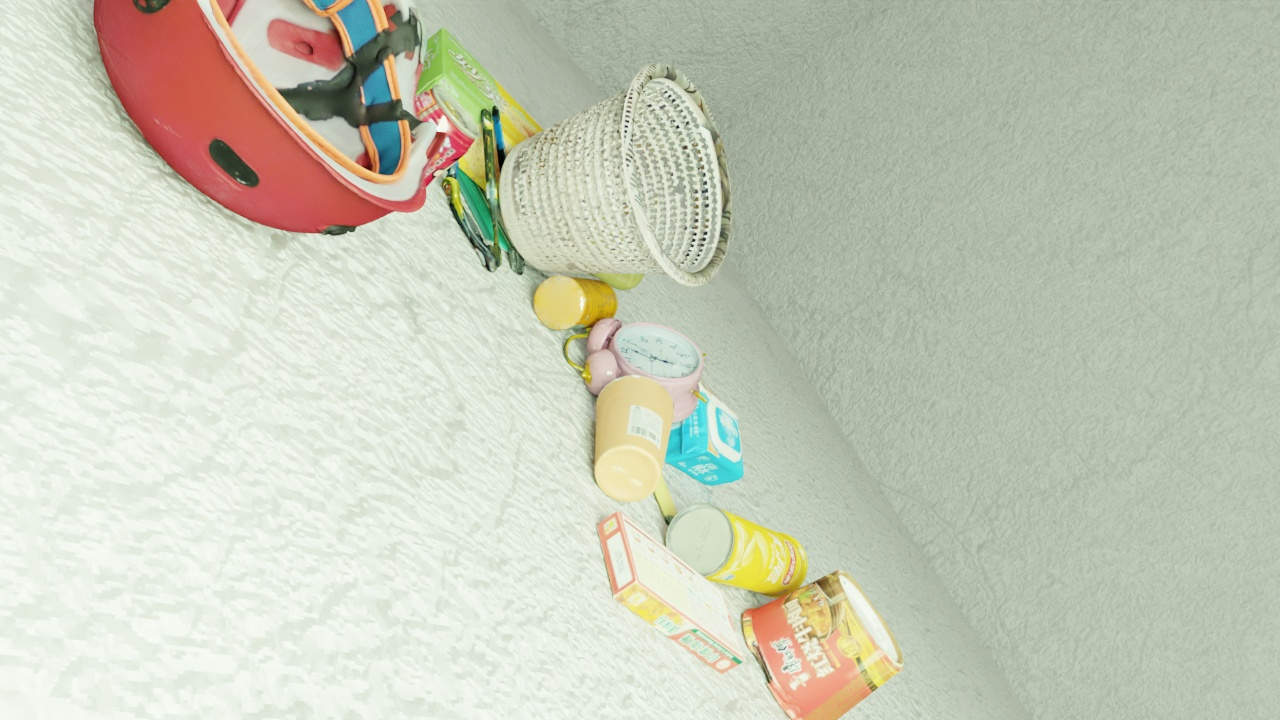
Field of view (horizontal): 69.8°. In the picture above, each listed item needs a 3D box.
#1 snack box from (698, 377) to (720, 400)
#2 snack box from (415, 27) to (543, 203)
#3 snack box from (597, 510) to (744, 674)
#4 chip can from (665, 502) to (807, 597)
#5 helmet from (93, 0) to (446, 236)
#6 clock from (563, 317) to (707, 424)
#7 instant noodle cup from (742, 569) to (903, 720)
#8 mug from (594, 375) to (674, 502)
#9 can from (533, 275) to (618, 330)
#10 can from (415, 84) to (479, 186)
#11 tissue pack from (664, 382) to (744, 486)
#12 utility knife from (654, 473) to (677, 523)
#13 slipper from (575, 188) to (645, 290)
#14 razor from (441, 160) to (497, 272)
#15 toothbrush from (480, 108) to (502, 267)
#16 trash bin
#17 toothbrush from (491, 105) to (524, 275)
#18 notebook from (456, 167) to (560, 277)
[{"bbox_3d":[0.069,0.056,1.233,0.127,0.044,0.113,47,15,-29],"label":"snack box"},{"bbox_3d":[-0.185,-0.276,1.097,0.210,0.070,0.157,42,20,-35],"label":"snack box"},{"bbox_3d":[0.027,0.193,0.759,0.156,0.027,0.077,44,16,-34],"label":"snack box"},{"bbox_3d":[0.102,0.195,0.926,0.213,0.072,0.072,31,25,-56],"label":"chip can"},{"bbox_3d":[-0.232,-0.170,0.559,0.207,0.144,0.239,31,39,-57],"label":"helmet"},{"bbox_3d":[-0.006,0.006,0.987,0.158,0.060,0.117,12,36,-6],"label":"clock"},{"bbox_3d":[0.183,0.280,0.902,0.138,0.109,0.137,50,13,-16],"label":"instant noodle cup"},{"bbox_3d":[-0.008,0.074,0.855,0.078,0.078,0.122,49,18,-18],"label":"mug"},{"bbox_3d":[-0.069,-0.064,1.030,0.058,0.058,0.146,55,13,6],"label":"can"},{"bbox_3d":[-0.201,-0.199,0.837,0.066,0.094,0.066,49,14,-17],"label":"can"},{"bbox_3d":[0.073,0.087,1.074,0.140,0.063,0.089,38,42,-52],"label":"tissue pack"},{"bbox_3d":[0.007,0.094,0.971,0.031,0.022,0.212,41,25,-46],"label":"utility knife"},{"bbox_3d":[-0.076,-0.160,1.247,0.190,0.091,0.082,34,-18,-32],"label":"slipper"},{"bbox_3d":[-0.180,-0.146,0.945,0.142,0.022,0.043,63,-28,23],"label":"razor"},{"bbox_3d":[-0.160,-0.185,0.972,0.017,0.012,0.185,15,63,-51],"label":"toothbrush"},{"bbox_3d":[-0.034,-0.181,0.982,0.227,0.192,0.227,16,71,-58],"label":"trash bin"},{"bbox_3d":[-0.147,-0.187,1.006,0.016,0.014,0.189,-8,89,-58],"label":"toothbrush"},{"bbox_3d":[-0.178,-0.194,1.097,0.209,0.012,0.150,60,16,27],"label":"notebook"}]
